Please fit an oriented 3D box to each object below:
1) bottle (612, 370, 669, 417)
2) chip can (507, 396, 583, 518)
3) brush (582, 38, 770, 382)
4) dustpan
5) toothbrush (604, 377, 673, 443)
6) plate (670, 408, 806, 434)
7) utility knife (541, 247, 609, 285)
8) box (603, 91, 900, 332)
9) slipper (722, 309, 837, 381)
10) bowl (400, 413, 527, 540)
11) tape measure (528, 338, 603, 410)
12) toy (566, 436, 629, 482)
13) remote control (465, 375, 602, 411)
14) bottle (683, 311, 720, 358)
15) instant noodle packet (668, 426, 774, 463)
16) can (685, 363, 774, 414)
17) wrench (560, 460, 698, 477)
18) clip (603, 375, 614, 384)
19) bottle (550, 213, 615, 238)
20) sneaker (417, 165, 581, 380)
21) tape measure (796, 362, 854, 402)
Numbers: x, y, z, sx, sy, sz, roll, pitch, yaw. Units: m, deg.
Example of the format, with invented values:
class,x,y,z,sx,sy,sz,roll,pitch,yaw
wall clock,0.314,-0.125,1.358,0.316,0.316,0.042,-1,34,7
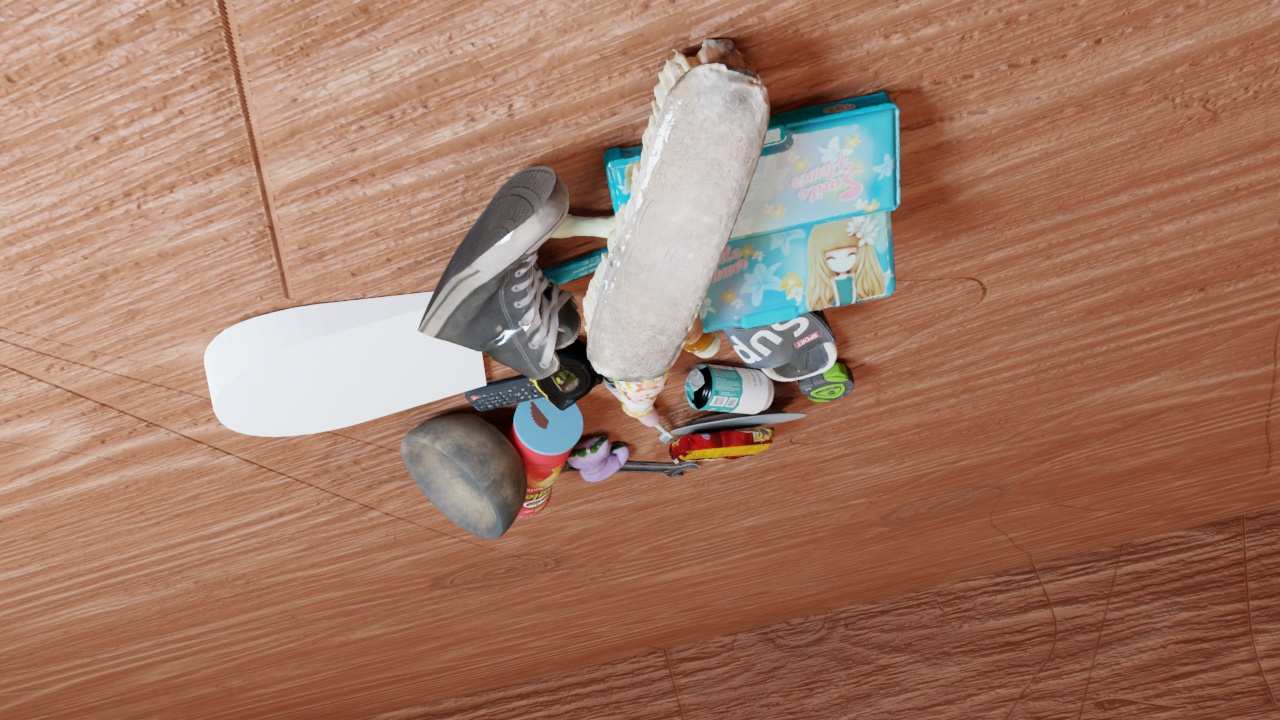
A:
class,x,y,z,sx,sy,sz,roll,pitch,yaw
bottle,0.000,0.014,0.988,0.063,0.063,0.109,-6,139,-9
chip can,-0.135,0.122,1.148,0.087,0.087,0.214,-1,151,-19
brush,0.021,-0.099,0.685,0.083,0.056,0.272,11,125,-13
dustpan,-0.292,-0.002,0.916,0.257,0.053,0.192,-17,156,-14
toothbrush,0.005,0.064,1.149,0.026,0.027,0.222,-42,150,-2
plate,0.127,0.078,1.202,0.178,0.012,0.178,-7,171,-1
utility knife,-0.052,-0.085,0.843,0.141,0.015,0.022,-18,132,13
box,0.097,-0.108,0.749,0.227,0.039,0.182,-12,124,1
slipper,0.156,-0.020,1.003,0.111,0.063,0.264,-19,155,16
bowl,-0.200,0.129,1.083,0.070,0.162,0.163,-45,174,-34
tape measure,-0.080,0.012,0.975,0.072,0.042,0.072,-32,122,25
toy,-0.056,0.130,1.250,0.080,0.036,0.100,-27,149,-3
remote control,-0.121,0.026,1.036,0.150,0.022,0.047,-13,154,8
bottle,0.035,-0.042,0.913,0.059,0.059,0.167,-21,153,20
instant noodle packet,0.111,0.117,1.265,0.135,0.039,0.099,-4,171,-12
can,0.107,0.035,1.098,0.101,0.054,0.055,6,149,-31
wrench,-0.035,0.155,1.336,0.272,0.010,0.070,6,149,-30
clip,-0.006,0.007,1.037,0.075,0.023,0.037,-10,153,-4
bottle,0.009,-0.113,0.780,0.184,0.045,0.045,0,153,-7
sneaker,-0.090,-0.063,0.748,0.120,0.095,0.235,27,141,-17
tape measure,0.234,0.025,1.151,0.066,0.035,0.059,-16,144,17
